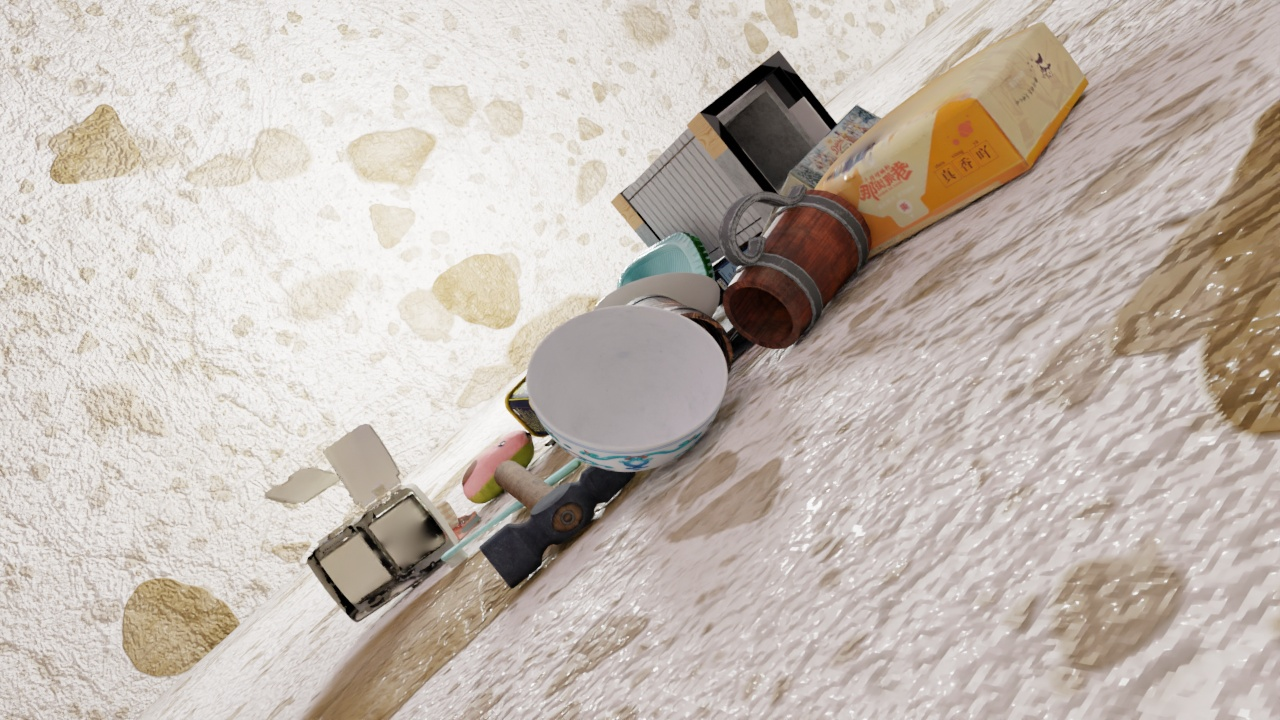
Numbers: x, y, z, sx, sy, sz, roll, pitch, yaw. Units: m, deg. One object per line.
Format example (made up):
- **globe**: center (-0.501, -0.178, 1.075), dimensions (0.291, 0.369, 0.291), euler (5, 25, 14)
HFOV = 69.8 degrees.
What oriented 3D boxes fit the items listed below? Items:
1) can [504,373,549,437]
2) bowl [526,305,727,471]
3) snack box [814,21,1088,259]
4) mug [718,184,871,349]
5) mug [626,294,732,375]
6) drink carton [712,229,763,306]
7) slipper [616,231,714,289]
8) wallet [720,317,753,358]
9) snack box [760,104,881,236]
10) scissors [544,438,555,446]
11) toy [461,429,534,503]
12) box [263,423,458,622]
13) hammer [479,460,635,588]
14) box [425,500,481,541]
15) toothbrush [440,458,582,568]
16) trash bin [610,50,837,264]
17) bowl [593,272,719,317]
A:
- **can**: center (-0.088, 0.028, 1.115), dimensions (0.135, 0.075, 0.104), euler (-47, 14, -18)
- **bowl**: center (-0.009, 0.034, 0.681), dimensions (0.143, 0.144, 0.074), euler (-46, -31, -35)
- **snack box**: center (0.228, -0.168, 0.729), dimensions (0.144, 0.080, 0.196), euler (-46, 9, -35)
- **mug**: center (0.111, -0.083, 0.706), dimensions (0.082, 0.117, 0.110), euler (-3, 38, 47)
- **mug**: center (0.009, -0.005, 0.786), dimensions (0.115, 0.080, 0.107), euler (-22, 15, -11)
- **drink carton**: center (0.132, -0.122, 1.113), dimensions (0.130, 0.040, 0.064), euler (-38, 6, 22)
- **slipper**: center (0.010, -0.083, 1.155), dimensions (0.069, 0.116, 0.277), euler (-16, -6, -23)
- **wallet**: center (0.110, -0.047, 0.831), dimensions (0.115, 0.026, 0.089), euler (-39, 6, 8)
- **snack box**: center (0.171, -0.155, 0.900), dimensions (0.144, 0.042, 0.145), euler (-47, -14, -36)
- **scissors**: center (-0.041, 0.035, 1.161), dimensions (0.199, 0.015, 0.179), euler (-38, 9, 23)
- **toy**: center (-0.174, 0.130, 1.131), dimensions (0.110, 0.051, 0.090), euler (-41, 9, -7)
- **box**: center (-0.304, 0.175, 1.018), dimensions (0.143, 0.180, 0.080), euler (-34, 6, 0)
- **hammer**: center (-0.098, 0.117, 0.827), dimensions (0.129, 0.040, 0.322), euler (-38, 9, -13)
- **box**: center (-0.252, 0.200, 1.121), dimensions (0.067, 0.056, 0.188), euler (-7, -12, -33)
- **toothbrush**: center (-0.128, 0.152, 0.918), dimensions (0.181, 0.016, 0.016), euler (-38, 6, 11)
- **trash bin**: center (0.103, -0.218, 1.099), dimensions (0.142, 0.142, 0.248), euler (-43, 6, -27)
- **bowl**: center (0.021, -0.044, 1.032), dimensions (0.149, 0.043, 0.150), euler (-11, -22, -5)
